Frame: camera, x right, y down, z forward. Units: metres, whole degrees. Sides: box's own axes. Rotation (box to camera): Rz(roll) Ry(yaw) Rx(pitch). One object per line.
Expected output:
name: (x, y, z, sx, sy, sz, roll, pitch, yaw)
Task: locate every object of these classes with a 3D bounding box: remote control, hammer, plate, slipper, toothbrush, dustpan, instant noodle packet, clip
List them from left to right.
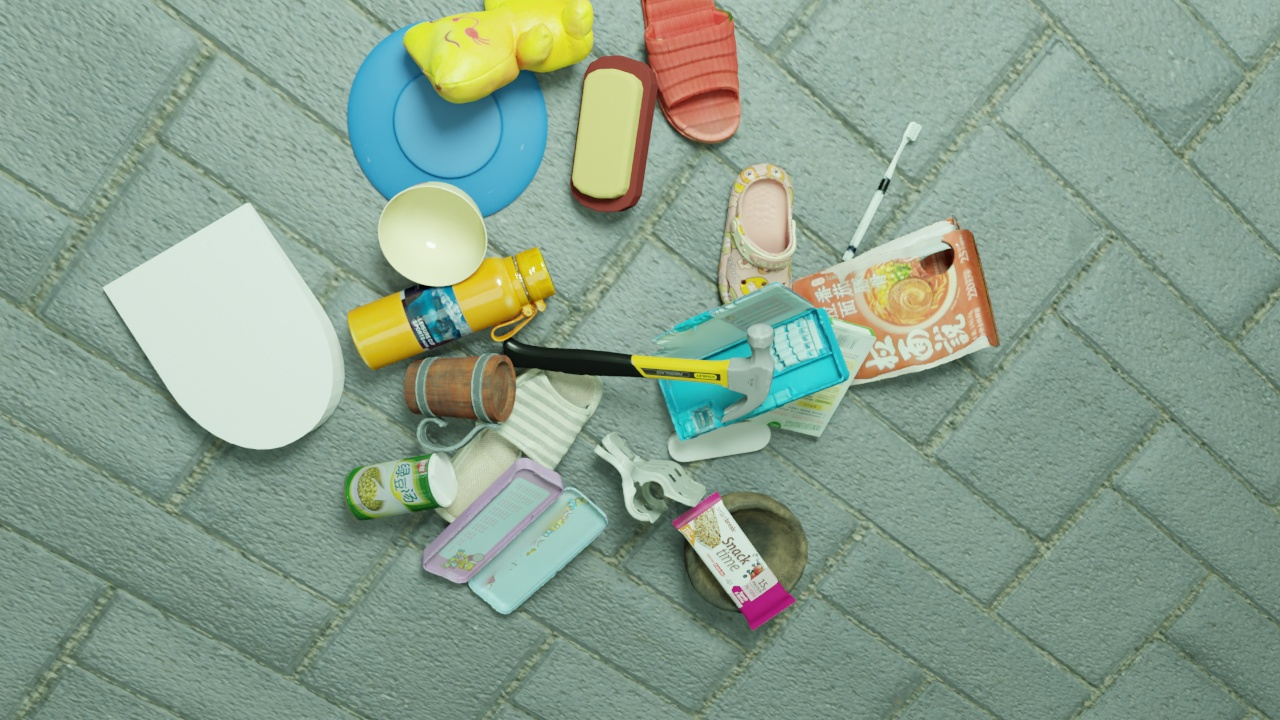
dustpan: (-0.464, -0.022, 1.078, 0.191, 0.053, 0.258, -30, 97, 1)
plate: (-0.217, -0.268, 1.038, 0.224, 0.024, 0.224, -2, 106, -8)
slipper: (-0.156, 0.104, 1.144, 0.114, 0.054, 0.273, 43, 97, -12)
hammer: (-0.006, 0.006, 1.065, 0.324, 0.029, 0.127, 4, 127, 15)
clip: (0.001, 0.157, 1.148, 0.152, 0.126, 0.105, 20, 92, 9)
slipper: (0.055, -0.366, 1.032, 0.103, 0.059, 0.249, -18, 106, -3)
remote control: (0.103, 0.104, 1.198, 0.136, 0.013, 0.043, -8, 107, -6)
slipper: (0.145, -0.135, 1.100, 0.093, 0.081, 0.197, -2, 105, -7)
toothbrush: (0.297, -0.206, 1.134, 0.012, 0.017, 0.187, 19, 103, -25)
instant noodle packet: (0.318, -0.066, 1.161, 0.221, 0.083, 0.164, -18, 113, 9)

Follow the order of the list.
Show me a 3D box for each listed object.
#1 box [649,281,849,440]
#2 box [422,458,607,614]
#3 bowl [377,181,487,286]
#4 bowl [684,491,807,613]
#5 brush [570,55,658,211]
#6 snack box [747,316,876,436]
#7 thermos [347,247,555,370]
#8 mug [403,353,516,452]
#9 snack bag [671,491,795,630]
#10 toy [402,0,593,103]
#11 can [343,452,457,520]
box: (0.111, -0.006, 1.084, 0.228, 0.086, 0.168, -24, 115, 30)
box: (-0.159, 0.225, 1.161, 0.151, 0.040, 0.215, 39, 111, -20)
bowl: (-0.228, -0.152, 1.032, 0.118, 0.074, 0.118, -1, 121, -1)
bowl: (0.134, 0.246, 1.214, 0.162, 0.070, 0.162, -2, 106, -8)
brush: (-0.034, -0.256, 1.041, 0.082, 0.041, 0.173, 14, 106, 19)
snack box: (0.198, 0.015, 1.151, 0.132, 0.027, 0.168, 14, 124, -12)
thermos: (-0.215, -0.059, 1.076, 0.232, 0.076, 0.091, -21, 133, -2)
mug: (-0.214, 0.050, 1.085, 0.111, 0.081, 0.117, 1, 89, 15)
snack bag: (0.121, 0.258, 1.168, 0.070, 0.016, 0.196, -35, 108, 1)
toy: (-0.147, -0.340, 0.982, 0.193, 0.134, 0.087, -27, 142, -16)
can: (-0.289, 0.153, 1.111, 0.121, 0.067, 0.067, -11, 108, 14)
